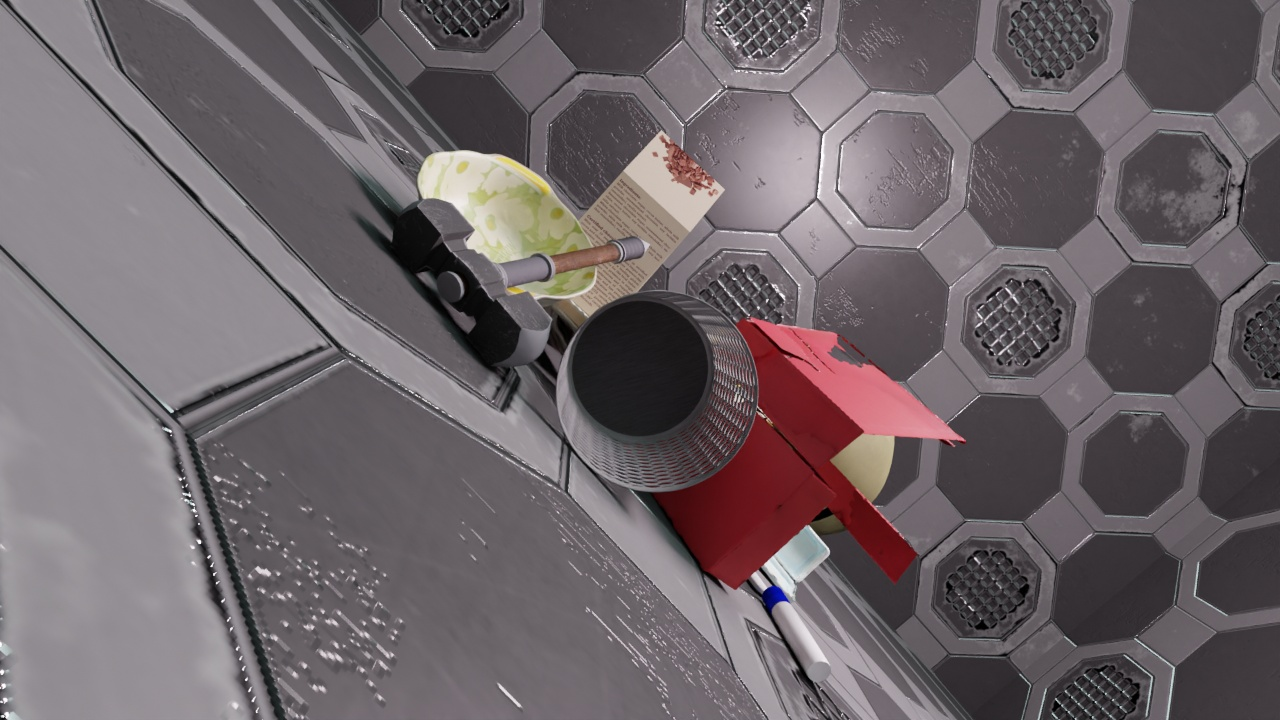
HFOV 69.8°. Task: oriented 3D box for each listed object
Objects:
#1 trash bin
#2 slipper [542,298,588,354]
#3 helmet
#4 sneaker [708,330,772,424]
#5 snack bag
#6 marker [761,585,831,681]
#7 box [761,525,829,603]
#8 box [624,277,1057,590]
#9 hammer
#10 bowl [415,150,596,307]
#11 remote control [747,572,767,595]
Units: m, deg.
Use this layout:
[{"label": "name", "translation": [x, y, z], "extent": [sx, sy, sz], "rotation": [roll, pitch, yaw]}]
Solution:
[{"label": "trash bin", "translation": [0.006, 0.017, 0.795], "extent": [0.156, 0.156, 0.183], "rotation": [48, 0, -7]}, {"label": "slipper", "translation": [-0.122, -0.066, 0.982], "extent": [0.263, 0.052, 0.115], "rotation": [38, -7, 34]}, {"label": "helmet", "translation": [0.239, 0.142, 1.334], "extent": [0.250, 0.255, 0.233], "rotation": [45, 1, -30]}, {"label": "sneaker", "translation": [0.054, 0.009, 1.037], "extent": [0.238, 0.086, 0.122], "rotation": [26, 43, -40]}, {"label": "snack bag", "translation": [-0.010, -0.141, 0.990], "extent": [0.094, 0.206, 0.070], "rotation": [42, -5, -6]}, {"label": "marker", "translation": [0.151, 0.267, 0.900], "extent": [0.133, 0.023, 0.027], "rotation": [-124, -167, -70]}, {"label": "box", "translation": [0.156, 0.209, 1.196], "extent": [0.197, 0.078, 0.122], "rotation": [50, 22, 3]}, {"label": "box", "translation": [0.172, 0.035, 0.881], "extent": [0.211, 0.378, 0.124], "rotation": [51, -12, 51]}, {"label": "hammer", "translation": [-0.066, -0.087, 0.814], "extent": [0.156, 0.043, 0.321], "rotation": [49, 29, 10]}, {"label": "bowl", "translation": [-0.134, -0.111, 0.859], "extent": [0.188, 0.060, 0.218], "rotation": [29, 34, -22]}, {"label": "remote control", "translation": [0.101, 0.210, 1.033], "extent": [0.045, 0.008, 0.146], "rotation": [46, 4, -45]}]
